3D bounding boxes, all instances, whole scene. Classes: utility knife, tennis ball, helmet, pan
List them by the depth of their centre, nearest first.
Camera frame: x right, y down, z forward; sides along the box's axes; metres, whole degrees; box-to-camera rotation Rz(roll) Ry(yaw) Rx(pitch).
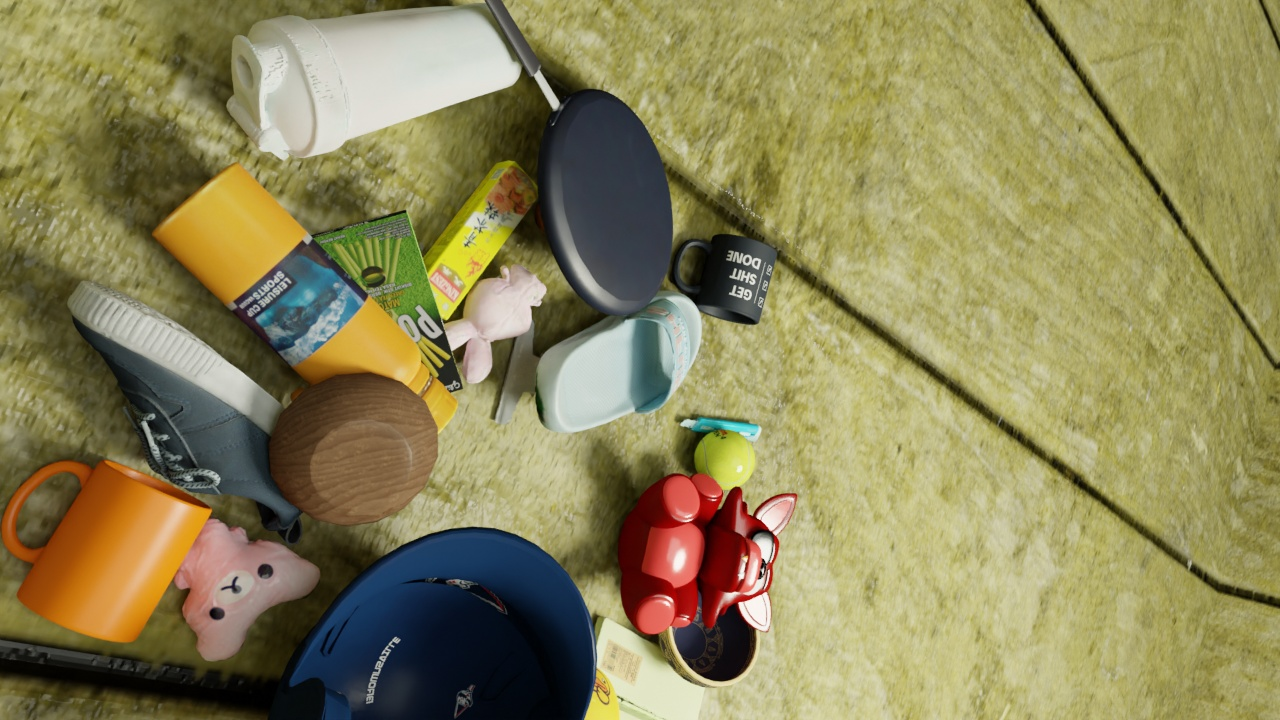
[{"bbox_3d":[-0.156,0.255,0.698,0.232,0.223,0.272,27,88,-25],"label":"helmet"},{"bbox_3d":[-0.057,-0.192,0.763,0.356,0.021,0.198,57,42,-37],"label":"pan"},{"bbox_3d":[0.091,0.107,0.988,0.065,0.065,0.065,-7,100,-40],"label":"tennis ball"},{"bbox_3d":[0.088,0.076,1.016,0.123,0.015,0.022,9,120,-39],"label":"utility knife"}]

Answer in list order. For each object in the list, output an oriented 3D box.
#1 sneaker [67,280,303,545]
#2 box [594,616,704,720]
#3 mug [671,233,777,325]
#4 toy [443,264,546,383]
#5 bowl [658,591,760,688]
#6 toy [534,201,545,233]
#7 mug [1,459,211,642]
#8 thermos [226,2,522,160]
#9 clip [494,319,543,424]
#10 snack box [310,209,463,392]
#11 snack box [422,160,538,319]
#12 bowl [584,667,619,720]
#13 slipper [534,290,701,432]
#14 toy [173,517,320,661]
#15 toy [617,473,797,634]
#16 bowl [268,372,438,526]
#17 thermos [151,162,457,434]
[{"bbox_3d":[-0.306,0.043,0.635,0.087,0.089,0.235,-52,129,-17],"label":"sneaker"},{"bbox_3d":[-0.005,0.363,0.962,0.187,0.047,0.140,42,67,-36],"label":"box"},{"bbox_3d":[0.084,-0.089,0.960,0.105,0.071,0.077,17,84,-14],"label":"mug"},{"bbox_3d":[-0.132,-0.035,0.794,0.109,0.047,0.063,-49,121,-16],"label":"toy"},{"bbox_3d":[0.065,0.297,0.990,0.112,0.061,0.112,14,58,-23],"label":"bowl"},{"bbox_3d":[-0.048,-0.121,0.841,0.112,0.068,0.087,29,53,-27],"label":"toy"},{"bbox_3d":[-0.363,0.118,0.608,0.112,0.078,0.095,29,76,-10],"label":"mug"},{"bbox_3d":[-0.194,-0.215,0.688,0.219,0.099,0.099,-28,114,-38],"label":"thermos"},{"bbox_3d":[-0.096,0.014,0.841,0.054,0.040,0.101,15,87,-28],"label":"clip"},{"bbox_3d":[-0.201,-0.036,0.726,0.080,0.025,0.148,-17,109,-10],"label":"snack box"},{"bbox_3d":[-0.143,-0.104,0.784,0.040,0.029,0.147,46,67,-34],"label":"snack box"},{"bbox_3d":[-0.073,0.345,0.854,0.117,0.067,0.117,-3,103,-12],"label":"bowl"},{"bbox_3d":[-0.005,0.005,0.863,0.244,0.074,0.104,-27,117,-51],"label":"slipper"},{"bbox_3d":[-0.301,0.159,0.674,0.099,0.053,0.096,-39,108,-16],"label":"toy"},{"bbox_3d":[0.073,0.198,0.935,0.197,0.121,0.158,14,84,-29],"label":"toy"},{"bbox_3d":[-0.197,0.068,0.642,0.117,0.030,0.118,-8,112,-22],"label":"bowl"},{"bbox_3d":[-0.238,-0.025,0.665,0.091,0.076,0.232,-35,113,13],"label":"thermos"}]
